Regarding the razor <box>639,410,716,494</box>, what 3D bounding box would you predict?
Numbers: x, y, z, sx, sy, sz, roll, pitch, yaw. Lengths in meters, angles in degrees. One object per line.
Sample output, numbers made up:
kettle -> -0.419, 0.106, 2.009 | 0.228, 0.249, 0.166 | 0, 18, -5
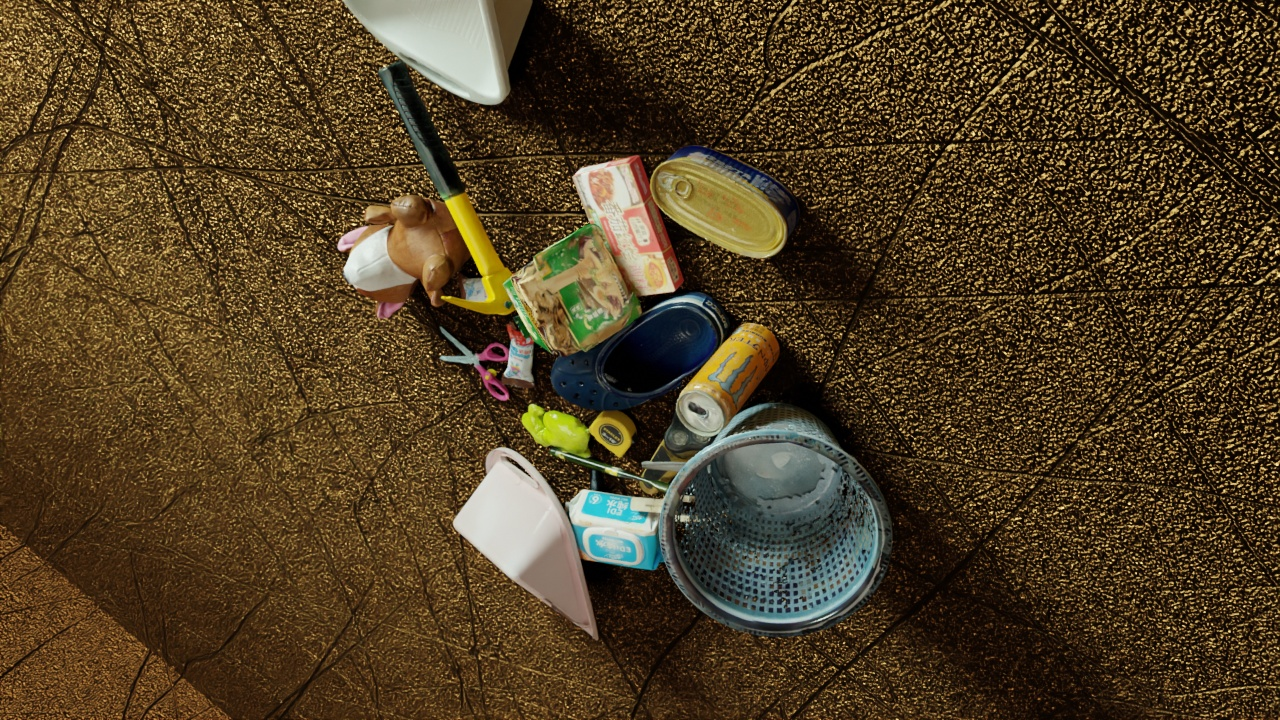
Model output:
razor -> 0.038, 0.120, 1.146 | 0.062, 0.067, 0.168 | 53, 143, 16

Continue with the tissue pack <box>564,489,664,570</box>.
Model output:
tissue pack -> -0.034, 0.235, 1.257 | 0.140, 0.063, 0.090 | 7, 128, 13

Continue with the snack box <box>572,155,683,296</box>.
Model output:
snack box -> -0.012, -0.143, 1.001 | 0.075, 0.025, 0.153 | -4, 121, 33

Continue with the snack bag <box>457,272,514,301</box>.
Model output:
snack bag -> -0.187, -0.087, 1.144 | 0.104, 0.026, 0.048 | 4, 113, 27

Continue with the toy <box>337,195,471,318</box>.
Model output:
toy -> -0.298, -0.123, 1.123 | 0.200, 0.130, 0.140 | -11, 102, 46

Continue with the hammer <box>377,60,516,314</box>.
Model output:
hammer -> -0.211, -0.187, 1.032 | 0.033, 0.128, 0.301 | 6, 124, 60

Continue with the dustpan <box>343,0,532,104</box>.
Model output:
dustpan -> -0.219, -0.332, 0.870 | 0.223, 0.257, 0.143 | 31, 109, 6

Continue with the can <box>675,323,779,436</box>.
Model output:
can -> 0.095, 0.018, 0.974 | 0.058, 0.145, 0.058 | 18, 129, 23

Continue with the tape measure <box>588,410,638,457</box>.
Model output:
tape measure -> -0.032, 0.089, 1.183 | 0.060, 0.028, 0.057 | 37, 134, 1

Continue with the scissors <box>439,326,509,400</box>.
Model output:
scissors -> -0.218, -0.004, 1.233 | 0.133, 0.017, 0.125 | 44, 135, -1

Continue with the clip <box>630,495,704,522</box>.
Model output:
clip -> 0.036, 0.188, 1.184 | 0.101, 0.096, 0.035 | 5, 84, 3

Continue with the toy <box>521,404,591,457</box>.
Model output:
toy -> -0.112, 0.095, 1.232 | 0.100, 0.031, 0.097 | -11, 120, 40

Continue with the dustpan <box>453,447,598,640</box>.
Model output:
dustpan -> -0.145, 0.255, 1.332 | 0.223, 0.138, 0.273 | 27, 164, 40

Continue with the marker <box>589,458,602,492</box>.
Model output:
marker -> -0.063, 0.184, 1.280 | 0.018, 0.015, 0.124 | 13, 129, 16

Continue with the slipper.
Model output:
slipper -> -0.006, 0.006, 1.065 | 0.254, 0.095, 0.105 | -26, 105, 37

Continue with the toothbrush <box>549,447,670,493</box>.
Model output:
toothbrush -> -0.040, 0.143, 1.189 | 0.186, 0.012, 0.017 | 14, 154, 29

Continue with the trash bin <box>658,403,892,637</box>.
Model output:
trash bin -> 0.143, 0.146, 0.985 | 0.227, 0.194, 0.227 | 3, 108, 8

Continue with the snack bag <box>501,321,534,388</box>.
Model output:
snack bag -> -0.154, -0.006, 1.184 | 0.045, 0.026, 0.105 | 8, 130, -4

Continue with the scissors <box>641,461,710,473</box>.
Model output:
scissors -> 0.085, 0.138, 1.111 | 0.175, 0.012, 0.106 | -14, 130, 8

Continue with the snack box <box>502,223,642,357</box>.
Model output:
snack box -> -0.087, -0.075, 1.028 | 0.106, 0.117, 0.118 | 5, 125, 63

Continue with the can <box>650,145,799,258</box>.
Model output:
can -> 0.085, -0.160, 0.915 | 0.148, 0.049, 0.075 | 28, 132, 9
